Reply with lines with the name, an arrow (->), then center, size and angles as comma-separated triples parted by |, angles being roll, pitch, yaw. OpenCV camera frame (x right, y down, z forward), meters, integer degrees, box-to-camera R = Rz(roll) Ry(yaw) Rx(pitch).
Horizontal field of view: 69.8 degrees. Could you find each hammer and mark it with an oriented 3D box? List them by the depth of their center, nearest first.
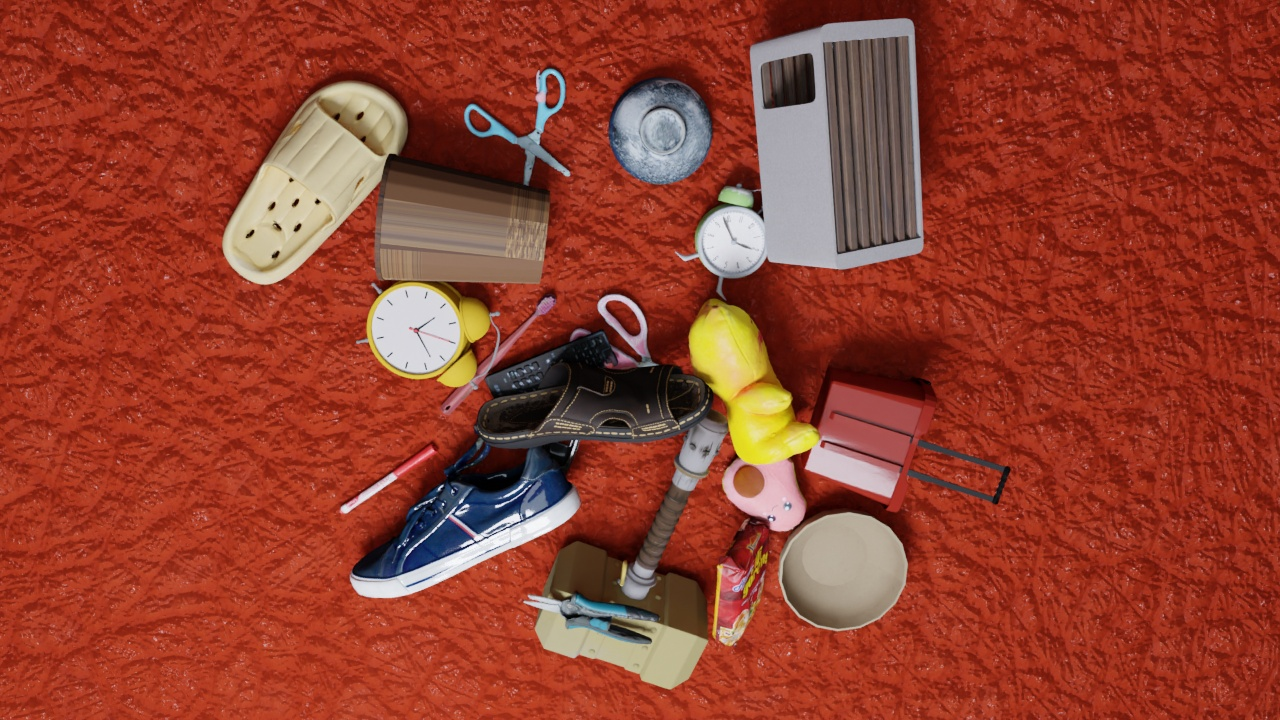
hammer -> 0.022, 0.197, 1.035 | 0.190, 0.100, 0.325 | 20, 113, -6

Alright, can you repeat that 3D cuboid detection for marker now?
marker -> -0.301, 0.142, 1.092 | 0.142, 0.012, 0.013 | -34, 102, 7

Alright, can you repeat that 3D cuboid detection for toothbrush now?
toothbrush -> -0.164, -0.006, 1.056 | 0.016, 0.016, 0.190 | 43, 99, -11

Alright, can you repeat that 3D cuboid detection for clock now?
clock -> 0.106, -0.138, 1.016 | 0.119, 0.042, 0.094 | -44, 102, 9
clock -> -0.235, -0.031, 1.032 | 0.152, 0.052, 0.114 | 18, 103, -2

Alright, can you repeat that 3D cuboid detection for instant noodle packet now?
instant noodle packet -> 0.117, 0.258, 1.072 | 0.040, 0.098, 0.136 | 18, 125, 25

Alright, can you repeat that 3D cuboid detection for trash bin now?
trash bin -> 0.201, -0.218, 0.941 | 0.114, 0.114, 0.229 | -13, 105, -25

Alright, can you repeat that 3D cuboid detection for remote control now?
remote control -> -0.102, 0.010, 1.052 | 0.150, 0.022, 0.047 | -21, 108, 9

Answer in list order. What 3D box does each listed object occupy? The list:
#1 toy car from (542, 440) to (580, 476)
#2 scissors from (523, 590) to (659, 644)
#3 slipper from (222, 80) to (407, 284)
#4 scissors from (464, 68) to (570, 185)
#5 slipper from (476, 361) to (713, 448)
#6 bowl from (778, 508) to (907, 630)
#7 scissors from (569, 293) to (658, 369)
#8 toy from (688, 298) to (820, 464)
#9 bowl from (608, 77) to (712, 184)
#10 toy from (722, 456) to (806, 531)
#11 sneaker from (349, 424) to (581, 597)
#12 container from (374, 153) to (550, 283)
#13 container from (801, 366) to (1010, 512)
toy car -> -0.091, 0.093, 1.071 | 0.040, 0.037, 0.092 | 18, 103, -6
scissors -> -0.051, 0.286, 1.011 | 0.128, 0.019, 0.142 | -31, 107, 16
slipper -> -0.361, -0.189, 0.978 | 0.111, 0.079, 0.262 | 41, 100, -7
scissors -> -0.133, -0.253, 0.999 | 0.133, 0.015, 0.135 | 10, 98, -2
slipper -> -0.055, 0.041, 0.987 | 0.268, 0.112, 0.076 | -6, 128, 14
bowl -> 0.239, 0.245, 1.107 | 0.152, 0.050, 0.152 | 0, 104, -1
scissors -> 0.011, -0.009, 1.060 | 0.179, 0.016, 0.103 | 30, 103, -7
toy -> 0.112, 0.025, 1.009 | 0.087, 0.134, 0.194 | -30, 97, 3
bowl -> 0.022, -0.245, 0.980 | 0.114, 0.060, 0.114 | 0, 103, 0
toy -> 0.153, 0.152, 1.082 | 0.090, 0.051, 0.110 | -39, 104, 13
sneaker -> -0.222, 0.170, 1.052 | 0.295, 0.120, 0.127 | -26, 102, 12
container -> -0.185, -0.140, 0.972 | 0.167, 0.132, 0.132 | 6, 103, -9
container -> 0.295, 0.093, 1.033 | 0.201, 0.127, 0.148 | 16, 102, 5
